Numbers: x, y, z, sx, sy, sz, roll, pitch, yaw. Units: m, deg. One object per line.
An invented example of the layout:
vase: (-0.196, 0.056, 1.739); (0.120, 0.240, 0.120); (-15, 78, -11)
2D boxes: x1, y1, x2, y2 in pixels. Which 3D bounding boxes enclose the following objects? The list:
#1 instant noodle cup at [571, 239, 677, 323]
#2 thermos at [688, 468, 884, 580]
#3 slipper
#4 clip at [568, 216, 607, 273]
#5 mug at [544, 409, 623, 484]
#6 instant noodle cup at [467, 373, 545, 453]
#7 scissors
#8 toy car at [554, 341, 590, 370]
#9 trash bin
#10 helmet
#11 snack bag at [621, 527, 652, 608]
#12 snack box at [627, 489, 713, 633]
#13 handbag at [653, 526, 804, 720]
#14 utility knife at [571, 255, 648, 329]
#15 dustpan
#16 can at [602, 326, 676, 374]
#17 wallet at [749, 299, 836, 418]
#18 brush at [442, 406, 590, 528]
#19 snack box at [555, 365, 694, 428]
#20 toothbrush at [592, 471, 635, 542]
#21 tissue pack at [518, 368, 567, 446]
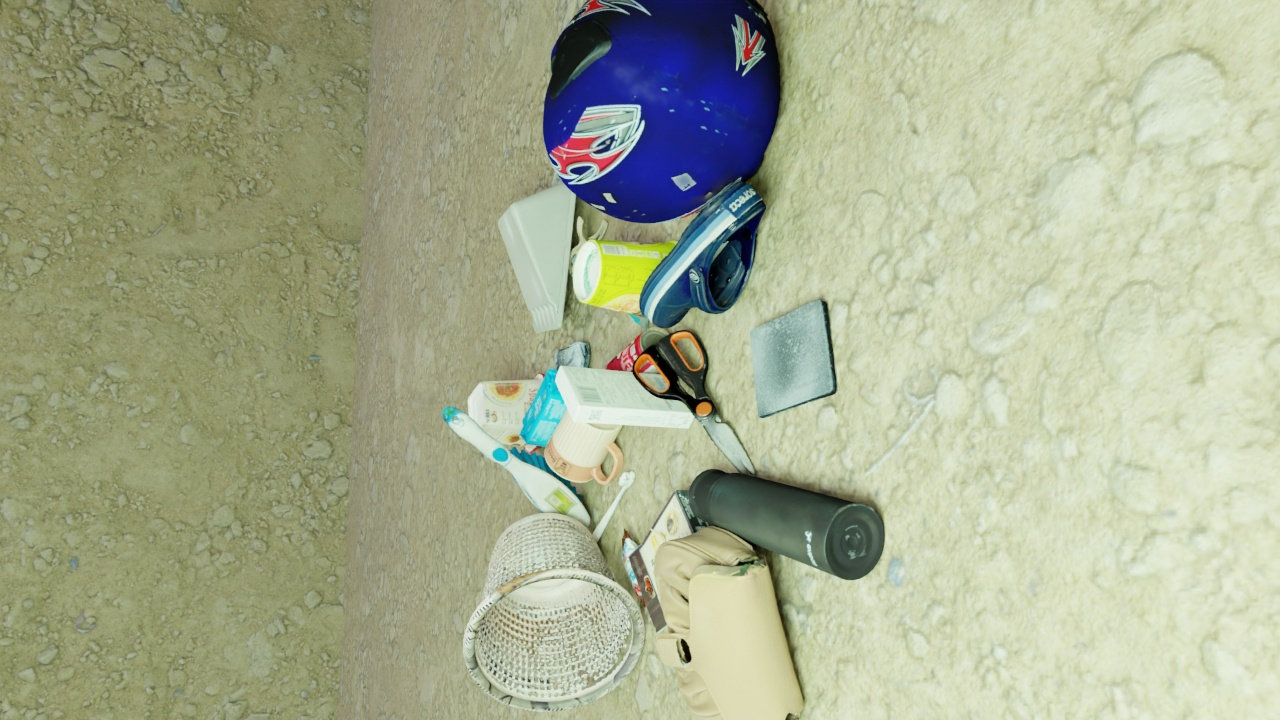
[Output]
instant noodle cup: (-0.017, -0.106, 1.174); (0.112, 0.123, 0.111); (-18, 69, 60)
thermos: (0.138, 0.163, 0.908); (0.243, 0.068, 0.090); (4, 120, 64)
slipper: (0.082, -0.105, 1.029); (0.095, 0.104, 0.253); (50, 151, 7)
clip: (-0.084, -0.170, 1.401); (0.034, 0.074, 0.101); (59, 136, 49)
mug: (-0.069, 0.117, 1.291); (0.114, 0.081, 0.106); (46, 128, 22)
instant noodle cup: (-0.211, 0.085, 1.505); (0.117, 0.124, 0.116); (-43, 48, 52)
scissors: (0.058, 0.060, 1.066); (0.139, 0.022, 0.234); (-17, 53, 12)
toy car: (-0.110, 0.000, 1.429); (0.106, 0.031, 0.049); (-21, 67, 59)
trash bin: (-0.121, 0.316, 1.224); (0.192, 0.227, 0.228); (-112, 36, -63)
helmet: (0.004, -0.274, 1.025); (0.316, 0.247, 0.240); (5, 71, 56)
snack bag: (-0.005, 0.267, 1.184); (0.105, 0.026, 0.045); (-117, 22, -46)
snack box: (0.047, 0.233, 1.064); (0.126, 0.053, 0.113); (-64, 35, 34)
handbag: (0.080, 0.275, 0.918); (0.148, 0.099, 0.204); (-16, 89, 57)
utility knife: (-0.047, -0.103, 1.314); (0.219, 0.013, 0.029); (42, 123, 46)
dustpan: (-0.136, -0.192, 1.493); (0.258, 0.142, 0.223); (68, 165, -6)
can: (-0.007, 0.007, 1.209); (0.133, 0.053, 0.053); (-41, 50, 53)
wallet: (0.156, 0.001, 0.943); (0.121, 0.019, 0.097); (-28, 62, 56)
brush: (-0.171, 0.144, 1.267); (0.060, 0.314, 0.109); (-44, 30, -3)
snack box: (-0.019, 0.045, 1.113); (0.084, 0.156, 0.027); (59, 135, 50)
toothbrush: (-0.048, 0.217, 1.286); (0.181, 0.016, 0.016); (-62, 33, 36)
tissue pack: (-0.116, 0.075, 1.362); (0.063, 0.090, 0.140); (-103, 33, -45)
